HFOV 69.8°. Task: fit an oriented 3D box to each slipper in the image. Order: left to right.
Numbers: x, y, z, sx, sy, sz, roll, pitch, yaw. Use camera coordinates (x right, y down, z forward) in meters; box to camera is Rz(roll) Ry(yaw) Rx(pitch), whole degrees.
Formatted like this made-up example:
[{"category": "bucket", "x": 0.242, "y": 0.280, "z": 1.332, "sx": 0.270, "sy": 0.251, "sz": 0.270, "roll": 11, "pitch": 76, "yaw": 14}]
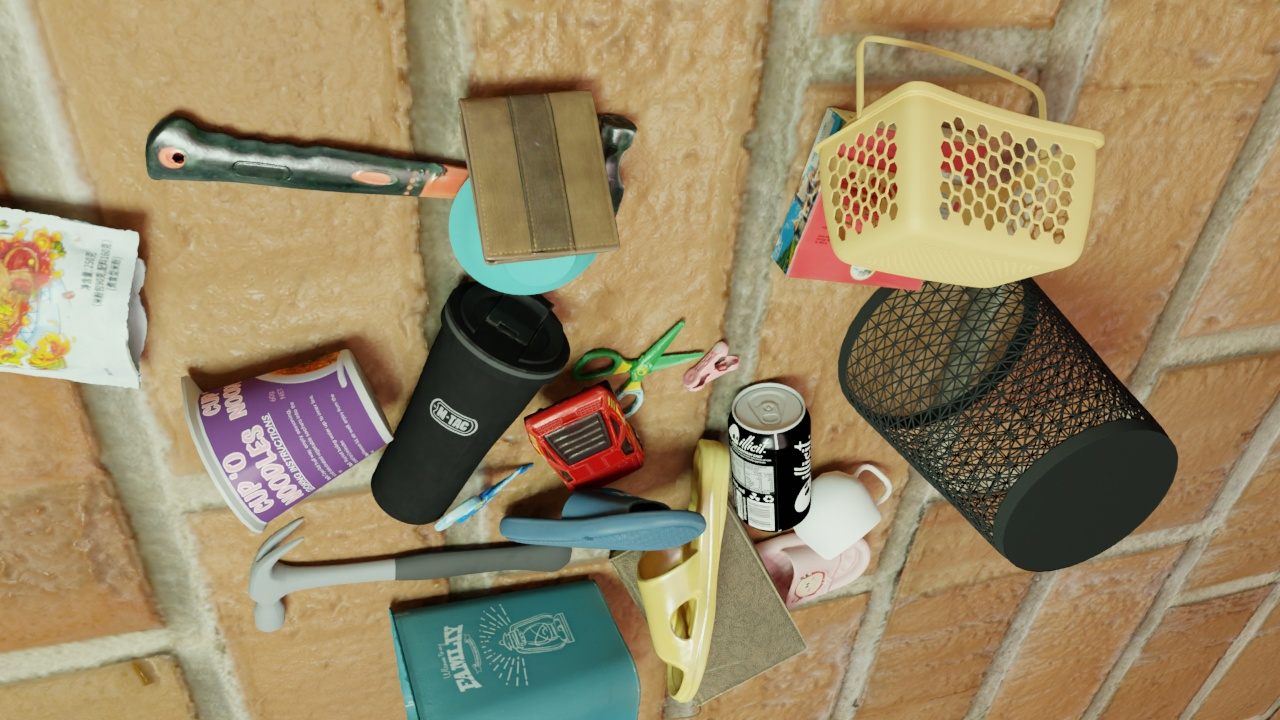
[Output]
[{"category": "slipper", "x": -0.042, "y": 0.147, "z": 0.862, "sx": 0.214, "sy": 0.059, "sz": 0.103, "roll": -7, "pitch": 164, "yaw": 30}, {"category": "slipper", "x": 0.036, "y": 0.206, "z": 0.922, "sx": 0.078, "sy": 0.099, "sz": 0.263, "roll": 8, "pitch": 96, "yaw": -2}, {"category": "slipper", "x": 0.163, "y": 0.252, "z": 1.067, "sx": 0.221, "sy": 0.055, "sz": 0.107, "roll": -7, "pitch": 129, "yaw": -13}]

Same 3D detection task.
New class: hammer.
[{"category": "hammer", "x": -0.174, "y": -0.133, "z": 0.667, "sx": 0.332, "sy": 0.033, "sz": 0.133, "roll": 4, "pitch": 125, "yaw": -21}, {"category": "hammer", "x": -0.219, "y": 0.201, "z": 0.906, "sx": 0.310, "sy": 0.029, "sz": 0.125, "roll": -1, "pitch": 127, "yaw": -20}]

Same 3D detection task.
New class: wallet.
[{"category": "wallet", "x": -0.070, "y": -0.128, "z": 0.639, "sx": 0.098, "sy": 0.121, "sz": 0.027, "roll": -9, "pitch": 172, "yaw": -19}]

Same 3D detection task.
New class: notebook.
[{"category": "notebook", "x": 0.059, "y": 0.275, "z": 1.007, "sx": 0.190, "sy": 0.034, "sz": 0.215, "roll": -29, "pitch": 105, "yaw": 2}]

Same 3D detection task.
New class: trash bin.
[{"category": "trash bin", "x": -0.130, "y": 0.347, "z": 0.956, "sx": 0.218, "sy": 0.196, "sz": 0.200, "roll": -12, "pitch": 130, "yaw": -20}, {"category": "trash bin", "x": 0.337, "y": 0.049, "z": 0.851, "sx": 0.216, "sy": 0.243, "sz": 0.217, "roll": -10, "pitch": 128, "yaw": -13}]

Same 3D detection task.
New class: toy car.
[{"category": "toy car", "x": -0.045, "y": 0.076, "z": 0.830, "sx": 0.081, "sy": 0.056, "sz": 0.189, "roll": -23, "pitch": 155, "yaw": 0}]

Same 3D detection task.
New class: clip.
[{"category": "clip", "x": 0.066, "y": 0.004, "z": 0.864, "sx": 0.058, "sy": 0.023, "sz": 0.050, "roll": -14, "pitch": 125, "yaw": -11}]

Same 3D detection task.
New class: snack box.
[{"category": "snack box", "x": 0.204, "y": -0.135, "z": 0.795, "sx": 0.142, "sy": 0.040, "sz": 0.145, "roll": 3, "pitch": 124, "yaw": -22}]

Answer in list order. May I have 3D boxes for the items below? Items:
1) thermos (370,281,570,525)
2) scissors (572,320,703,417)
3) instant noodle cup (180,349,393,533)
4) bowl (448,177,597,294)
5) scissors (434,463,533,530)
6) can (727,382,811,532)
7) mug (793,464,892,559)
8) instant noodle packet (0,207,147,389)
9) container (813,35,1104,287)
[{"category": "thermos", "x": -0.151, "y": 0.042, "z": 0.767, "sx": 0.105, "sy": 0.105, "sz": 0.219, "roll": 17, "pitch": 123, "yaw": -30}, {"category": "scissors", "x": 0.001, "y": 0.014, "z": 0.853, "sx": 0.129, "sy": 0.012, "sz": 0.117, "roll": -10, "pitch": 130, "yaw": -11}, {"category": "instant noodle cup", "x": -0.273, "y": 0.047, "z": 0.727, "sx": 0.121, "sy": 0.122, "sz": 0.137, "roll": -27, "pitch": 87, "yaw": -12}, {"category": "bowl", "x": -0.078, "y": -0.090, "z": 0.681, "sx": 0.121, "sy": 0.046, "sz": 0.121, "roll": -9, "pitch": 127, "yaw": -12}, {"category": "scissors", "x": -0.145, "y": 0.126, "z": 0.844, "sx": 0.013, "sy": 0.129, "sz": 0.126, "roll": 51, "pitch": 128, "yaw": 2}, {"category": "can", "x": 0.131, "y": 0.100, "z": 0.921, "sx": 0.080, "sy": 0.080, "sz": 0.146, "roll": -16, "pitch": 130, "yaw": -8}, {"category": "mug", "x": 0.221, "y": 0.155, "z": 0.999, "sx": 0.123, "sy": 0.076, "sz": 0.090, "roll": -33, "pitch": 166, "yaw": -22}, {"category": "instant noodle packet", "x": -0.480, "y": -0.046, "z": 0.607, "sx": 0.269, "sy": 0.057, "sz": 0.147, "roll": 6, "pitch": 122, "yaw": -18}, {"category": "container", "x": 0.236, "y": -0.153, "z": 0.695, "sx": 0.183, "sy": 0.129, "sz": 0.167, "roll": 6, "pitch": 80, "yaw": -23}]
